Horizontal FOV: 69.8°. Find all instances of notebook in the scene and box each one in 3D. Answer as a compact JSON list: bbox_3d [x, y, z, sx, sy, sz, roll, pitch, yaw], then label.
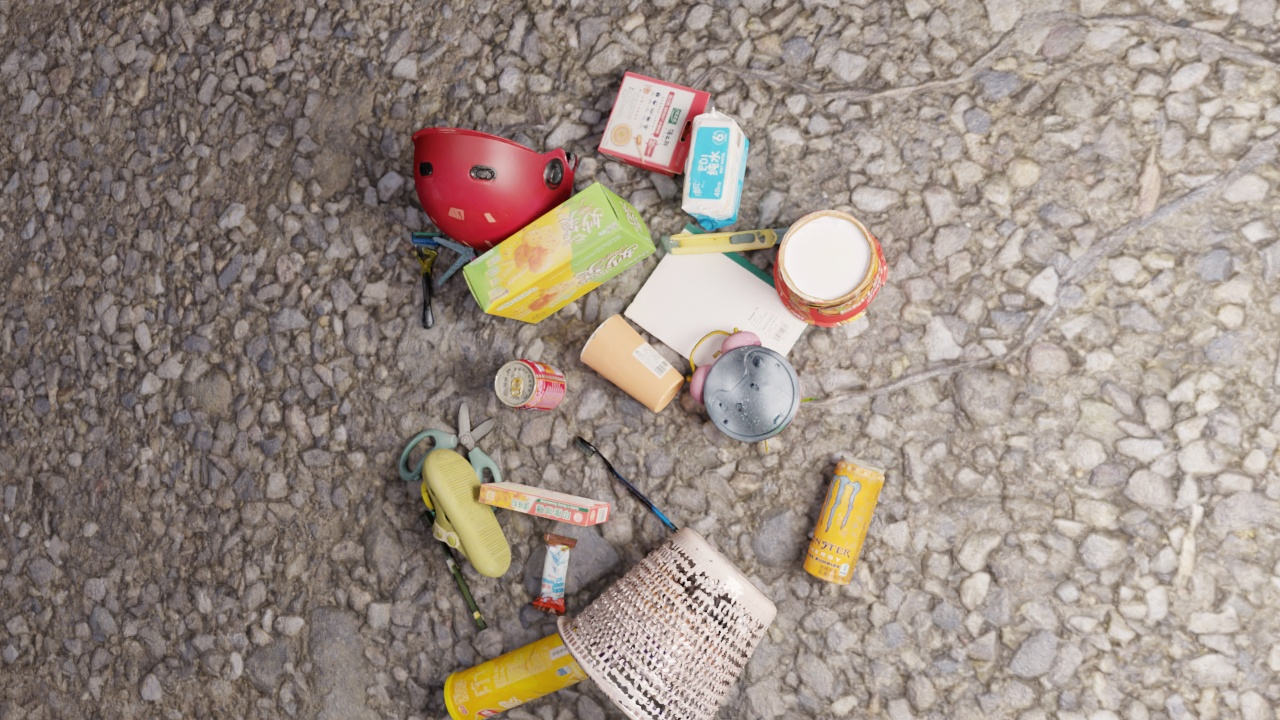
[{"bbox_3d":[0.102,-0.063,1.185,0.209,0.012,0.150,36,96,17],"label":"notebook"}]

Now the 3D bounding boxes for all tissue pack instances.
[{"bbox_3d":[0.093,-0.240,1.162,0.063,0.090,0.140,8,89,19],"label":"tissue pack"}]

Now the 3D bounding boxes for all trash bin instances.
[{"bbox_3d":[0.045,0.315,1.082,0.227,0.227,0.192,40,86,17],"label":"trash bin"}]

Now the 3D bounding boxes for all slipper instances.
[{"bbox_3d":[-0.246,0.212,1.225,0.082,0.091,0.190,-33,80,14],"label":"slipper"}]

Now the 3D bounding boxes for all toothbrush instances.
[{"bbox_3d":[-0.018,0.165,1.207,0.189,0.014,0.016,41,100,16],"label":"toothbrush"},{"bbox_3d":[-0.262,0.293,1.281,0.017,0.012,0.185,-36,76,19],"label":"toothbrush"}]

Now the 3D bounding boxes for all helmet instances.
[{"bbox_3d":[-0.194,-0.212,1.185,0.207,0.239,0.144,6,95,16],"label":"helmet"}]

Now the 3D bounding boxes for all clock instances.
[{"bbox_3d":[0.127,0.029,1.132,0.158,0.059,0.117,44,98,14],"label":"clock"}]

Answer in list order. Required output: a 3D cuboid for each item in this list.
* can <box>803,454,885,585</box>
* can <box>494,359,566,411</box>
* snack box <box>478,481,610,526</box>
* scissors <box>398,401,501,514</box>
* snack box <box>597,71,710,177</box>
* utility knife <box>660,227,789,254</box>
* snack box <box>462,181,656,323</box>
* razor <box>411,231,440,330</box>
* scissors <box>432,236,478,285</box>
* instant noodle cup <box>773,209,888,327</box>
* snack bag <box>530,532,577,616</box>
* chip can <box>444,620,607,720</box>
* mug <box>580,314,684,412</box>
[{"bbox_3d":[0.243,0.190,1.092,0.058,0.058,0.146,18,92,19],"label":"can"},{"bbox_3d":[-0.146,0.033,1.219,0.067,0.093,0.066,-2,85,18],"label":"can"},{"bbox_3d":[-0.126,0.187,1.208,0.156,0.077,0.027,9,88,19],"label":"snack box"},{"bbox_3d":[-0.254,0.155,1.287,0.170,0.019,0.179,-32,75,13],"label":"scissors"},{"bbox_3d":[0.023,-0.309,1.215,0.127,0.044,0.113,21,92,20],"label":"snack box"},{"bbox_3d":[0.131,-0.156,1.178,0.213,0.022,0.031,-3,85,7],"label":"utility knife"},{"bbox_3d":[-0.100,-0.131,1.182,0.210,0.157,0.070,-29,79,14],"label":"snack box"},{"bbox_3d":[-0.308,-0.114,1.325,0.042,0.022,0.142,-1,85,-20],"label":"razor"},{"bbox_3d":[-0.237,-0.150,1.304,0.133,0.017,0.135,-44,78,7],"label":"scissors"},{"bbox_3d":[0.221,-0.115,1.092,0.138,0.108,0.138,-1,85,14],"label":"instant noodle cup"},{"bbox_3d":[-0.115,0.285,1.224,0.048,0.026,0.104,11,90,7],"label":"snack bag"},{"bbox_3d":[-0.152,0.410,1.202,0.214,0.072,0.072,-26,78,15],"label":"chip can"},{"bbox_3d":[-0.007,0.007,1.187,0.123,0.078,0.078,39,98,13],"label":"mug"}]
